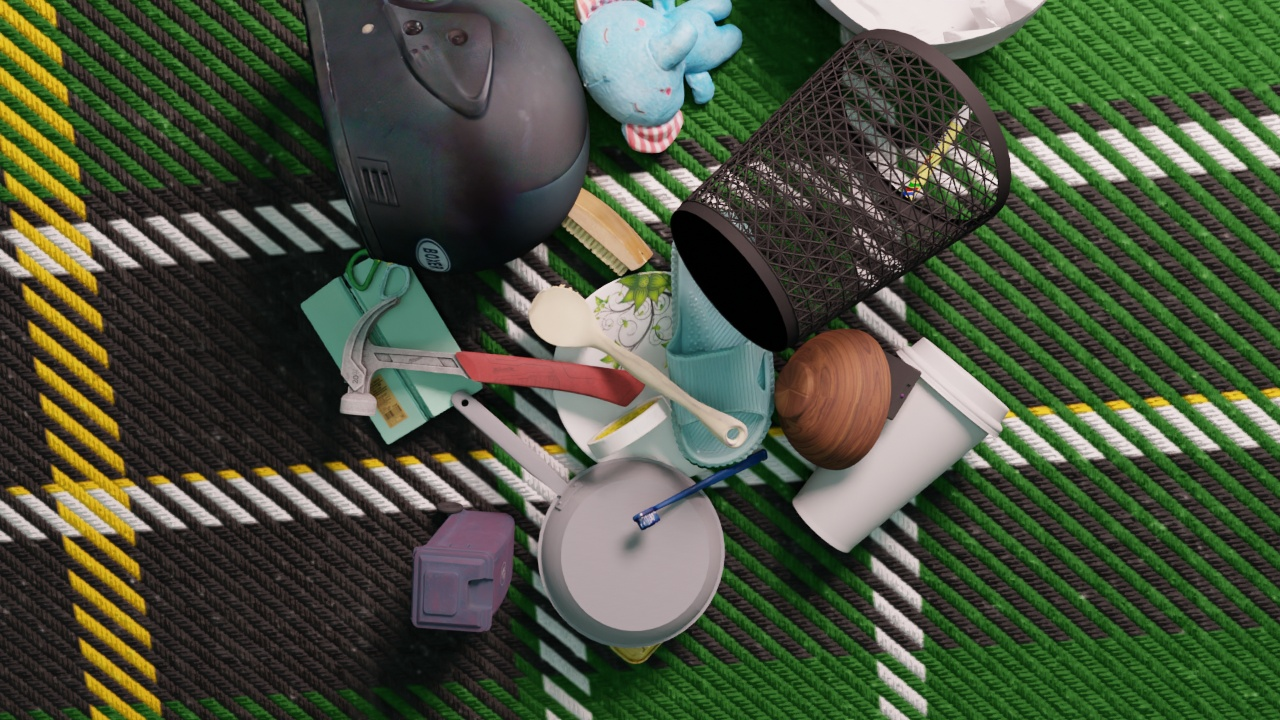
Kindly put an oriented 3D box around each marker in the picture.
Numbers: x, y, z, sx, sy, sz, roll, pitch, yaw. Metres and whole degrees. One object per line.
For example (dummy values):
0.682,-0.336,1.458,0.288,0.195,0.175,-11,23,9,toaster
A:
0.320,-0.227,0.975,0.014,0.014,0.132,33,97,-2,marker

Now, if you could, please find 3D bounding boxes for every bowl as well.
0.179,0.035,0.936,0.068,0.147,0.147,11,97,-25,bowl

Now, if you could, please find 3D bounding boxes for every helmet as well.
-0.175,-0.242,0.886,0.236,0.249,0.316,-16,71,-7,helmet
0.256,-0.412,0.870,0.282,0.184,0.224,30,91,-8,helmet

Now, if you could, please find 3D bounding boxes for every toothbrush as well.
0.068,0.134,0.966,0.189,0.016,0.017,-22,72,-36,toothbrush

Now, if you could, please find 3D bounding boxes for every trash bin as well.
-0.187,0.218,0.970,0.092,0.160,0.094,4,96,1,trash bin
0.173,-0.145,0.858,0.243,0.217,0.217,-38,94,-11,trash bin

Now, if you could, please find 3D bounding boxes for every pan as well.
-0.066,0.151,0.973,0.356,0.051,0.200,42,81,-1,pan

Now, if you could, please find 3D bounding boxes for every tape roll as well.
-0.012,0.069,0.948,0.094,0.094,0.019,-32,95,5,tape roll

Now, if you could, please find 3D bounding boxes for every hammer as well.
-0.152,0.008,0.970,0.315,0.036,0.126,6,87,-3,hammer

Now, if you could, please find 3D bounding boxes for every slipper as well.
0.082,-0.020,0.950,0.116,0.069,0.276,-4,96,-1,slipper

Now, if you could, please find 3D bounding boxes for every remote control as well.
0.233,0.012,0.950,0.013,0.133,0.058,26,99,-27,remote control

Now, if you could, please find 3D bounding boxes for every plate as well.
0.019,0.018,1.005,0.229,0.030,0.229,0,97,2,plate

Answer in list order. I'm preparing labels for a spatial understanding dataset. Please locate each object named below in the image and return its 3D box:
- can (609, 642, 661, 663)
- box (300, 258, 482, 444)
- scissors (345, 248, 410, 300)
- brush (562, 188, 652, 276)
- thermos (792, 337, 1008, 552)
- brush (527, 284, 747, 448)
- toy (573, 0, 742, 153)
0.009,0.281,1.022,0.054,0.059,0.100,41,96,-3,can
-0.275,-0.015,1.006,0.138,0.057,0.187,-32,94,-1,box
-0.262,-0.125,0.990,0.071,0.014,0.130,28,75,-13,scissors
-0.043,-0.138,0.982,0.117,0.049,0.039,42,119,-4,brush
0.265,0.095,0.967,0.131,0.131,0.222,39,104,-3,thermos
-0.005,0.005,0.922,0.272,0.077,0.062,34,108,20,brush
0.024,-0.315,0.935,0.180,0.115,0.183,-25,105,-7,toy
